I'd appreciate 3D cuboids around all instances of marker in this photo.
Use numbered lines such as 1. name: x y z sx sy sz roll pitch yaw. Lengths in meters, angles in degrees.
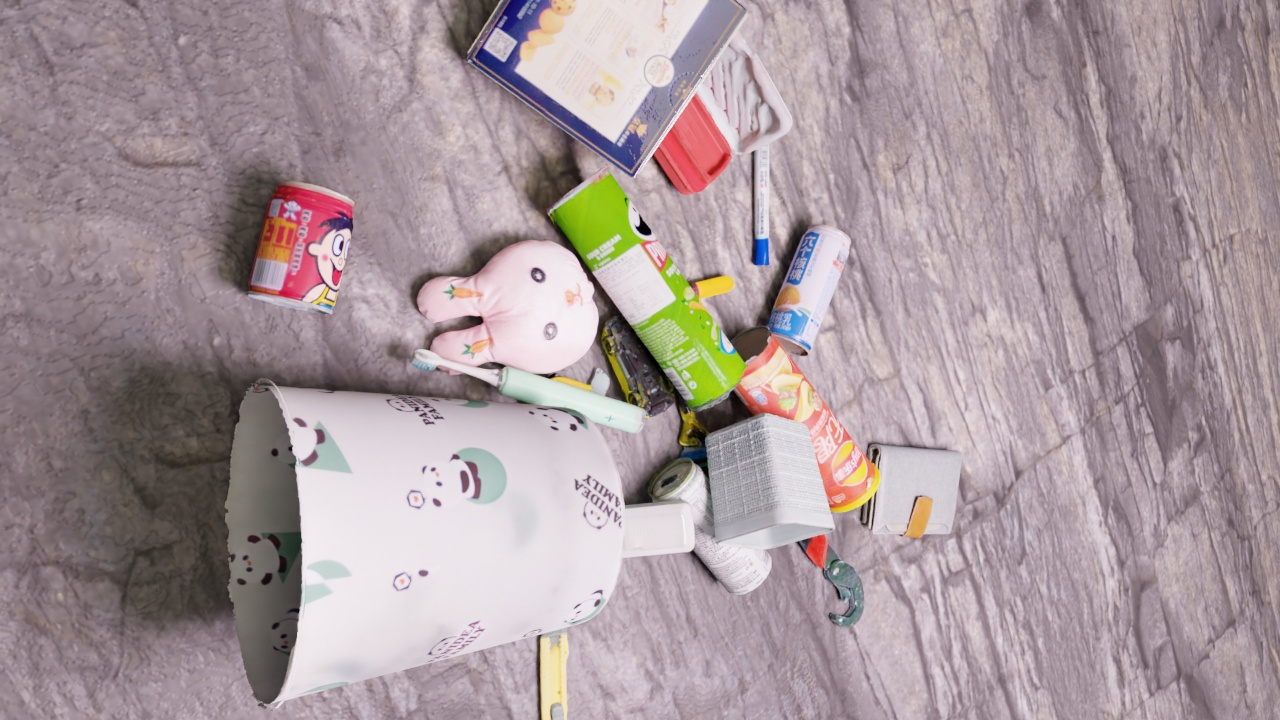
1. marker: 0.040 -0.066 0.925 0.123 0.015 0.018 -16 97 -25
2. marker: 0.128 -0.173 0.967 0.016 0.017 0.146 -2 93 -29

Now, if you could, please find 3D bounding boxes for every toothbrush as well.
1. toothbrush: -0.095 0.026 0.815 0.224 0.027 0.026 18 43 -26

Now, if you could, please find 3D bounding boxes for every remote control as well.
1. remote control: -0.012 0.162 0.870 0.125 0.024 0.049 -6 94 4

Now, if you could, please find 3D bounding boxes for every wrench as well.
1. wrench: 0.176 0.188 1.006 0.056 0.016 0.273 -42 111 -21

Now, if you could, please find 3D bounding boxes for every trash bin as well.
1. trash bin: -0.165 0.127 0.711 0.251 0.230 0.229 0 91 -35

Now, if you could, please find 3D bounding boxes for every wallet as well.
1. wallet: 0.320 0.154 1.071 0.129 0.037 0.106 7 88 -28

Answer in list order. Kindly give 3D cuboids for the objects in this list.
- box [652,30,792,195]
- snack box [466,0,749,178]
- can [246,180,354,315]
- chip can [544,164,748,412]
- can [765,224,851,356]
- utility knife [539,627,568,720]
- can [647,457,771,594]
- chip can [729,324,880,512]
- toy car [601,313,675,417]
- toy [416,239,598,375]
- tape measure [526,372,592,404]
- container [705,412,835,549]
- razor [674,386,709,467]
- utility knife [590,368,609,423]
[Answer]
1. box: 0.045 -0.271 0.870 0.110 0.100 0.201 -47 112 -30
2. snack box: -0.029 -0.287 0.811 0.182 0.045 0.178 34 98 -15
3. can: -0.267 -0.089 0.726 0.066 0.067 0.093 14 85 -28
4. chip can: 0.008 -0.065 0.855 0.072 0.072 0.236 -40 101 -22
5. can: 0.178 -0.075 0.976 0.053 0.053 0.134 29 78 -26
6. utility knife: -0.080 0.346 0.876 0.031 0.021 0.201 -3 98 -23
7. can: 0.071 0.168 0.924 0.058 0.058 0.147 -46 111 -20
8. chip can: 0.166 0.064 0.965 0.073 0.073 0.216 -48 111 -19
9. toy car: -0.005 0.005 0.892 0.048 0.032 0.105 -25 92 -32
10. toy: -0.115 -0.042 0.822 0.159 0.054 0.121 -17 99 -19
11. tape measure: -0.078 0.044 0.855 0.057 0.029 0.060 20 75 -26
12. container: 0.121 0.117 0.889 0.089 0.090 0.111 16 58 -46
13. razor: 0.042 0.041 0.925 0.043 0.022 0.143 -16 101 9
14. utility knife: -0.073 0.117 0.862 0.018 0.034 0.234 47 61 -68
